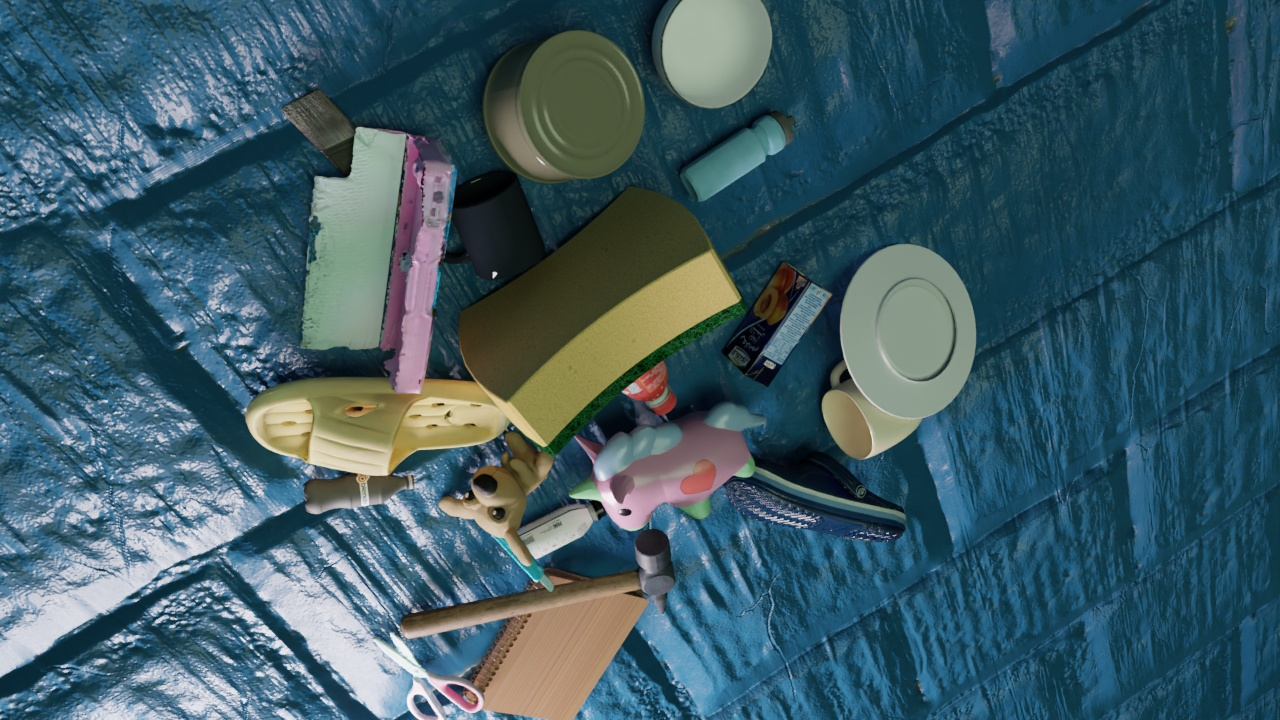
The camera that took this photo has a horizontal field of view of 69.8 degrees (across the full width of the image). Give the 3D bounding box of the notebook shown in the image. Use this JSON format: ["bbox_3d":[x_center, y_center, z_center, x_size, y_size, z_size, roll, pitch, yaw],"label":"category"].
[{"bbox_3d":[-0.109,0.365,1.163,0.169,0.022,0.211,23,105,-32],"label":"notebook"}]

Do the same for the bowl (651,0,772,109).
[{"bbox_3d":[0.060,-0.299,0.861,0.113,0.063,0.114,-10,120,-18],"label":"bowl"}]

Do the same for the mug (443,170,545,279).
[{"bbox_3d":[-0.152,-0.124,0.865,0.105,0.071,0.077,-11,124,13],"label":"mug"}]

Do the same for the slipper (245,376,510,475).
[{"bbox_3d":[-0.246,0.074,0.903,0.261,0.079,0.112,-2,143,-27],"label":"slipper"}]

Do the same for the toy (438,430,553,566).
[{"bbox_3d":[-0.142,0.140,0.993,0.108,0.134,0.106,-52,152,-23],"label":"toy"}]

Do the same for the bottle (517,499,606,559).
[{"bbox_3d":[-0.095,0.196,1.068,0.116,0.041,0.041,-25,123,-9],"label":"bottle"}]

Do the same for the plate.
[{"bbox_3d":[0.325,-0.035,1.087,0.208,0.015,0.208,1,87,-26],"label":"plate"}]

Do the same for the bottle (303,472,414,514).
[{"bbox_3d":[-0.291,0.134,0.953,0.109,0.036,0.036,-7,118,-20],"label":"bottle"}]

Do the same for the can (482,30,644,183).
[{"bbox_3d":[-0.067,-0.223,0.816,0.127,0.073,0.128,-6,101,-32],"label":"can"}]

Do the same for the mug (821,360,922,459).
[{"bbox_3d":[0.288,0.049,1.132,0.099,0.096,0.120,-24,85,-20],"label":"mug"}]

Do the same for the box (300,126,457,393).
[{"bbox_3d":[-0.238,-0.085,0.819,0.105,0.086,0.231,0,122,-28],"label":"box"}]

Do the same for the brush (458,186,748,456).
[{"bbox_3d":[-0.044,-0.046,0.869,0.250,0.195,0.075,-37,124,-2],"label":"brush"}]

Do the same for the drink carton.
[{"bbox_3d":[0.152,-0.040,1.037,0.040,0.064,0.130,26,104,-32],"label":"drink carton"}]

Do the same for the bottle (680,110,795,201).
[{"bbox_3d":[0.103,-0.212,0.939,0.130,0.040,0.040,-34,124,-4],"label":"bottle"}]

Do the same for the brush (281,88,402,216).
[{"bbox_3d":[-0.251,-0.178,0.820,0.039,0.012,0.151,-40,125,0],"label":"brush"}]

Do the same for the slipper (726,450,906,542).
[{"bbox_3d":[0.222,0.167,1.165,0.252,0.105,0.095,19,69,-18],"label":"slipper"}]

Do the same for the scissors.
[{"bbox_3d":[-0.274,0.383,1.099,0.105,0.016,0.179,-31,120,19],"label":"scissors"}]

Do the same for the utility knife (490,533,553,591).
[{"bbox_3d":[-0.141,0.213,1.032,0.022,0.015,0.124,-40,86,-11],"label":"utility knife"}]

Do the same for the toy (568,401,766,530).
[{"bbox_3d":[0.038,0.110,1.046,0.222,0.120,0.171,-40,134,2],"label":"toy"}]

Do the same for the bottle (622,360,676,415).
[{"bbox_3d":[-0.006,0.006,0.995,0.062,0.062,0.137,-37,125,-2],"label":"bottle"}]

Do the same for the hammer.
[{"bbox_3d":[-0.118,0.280,1.071,0.321,0.040,0.129,-11,131,-4],"label":"hammer"}]
